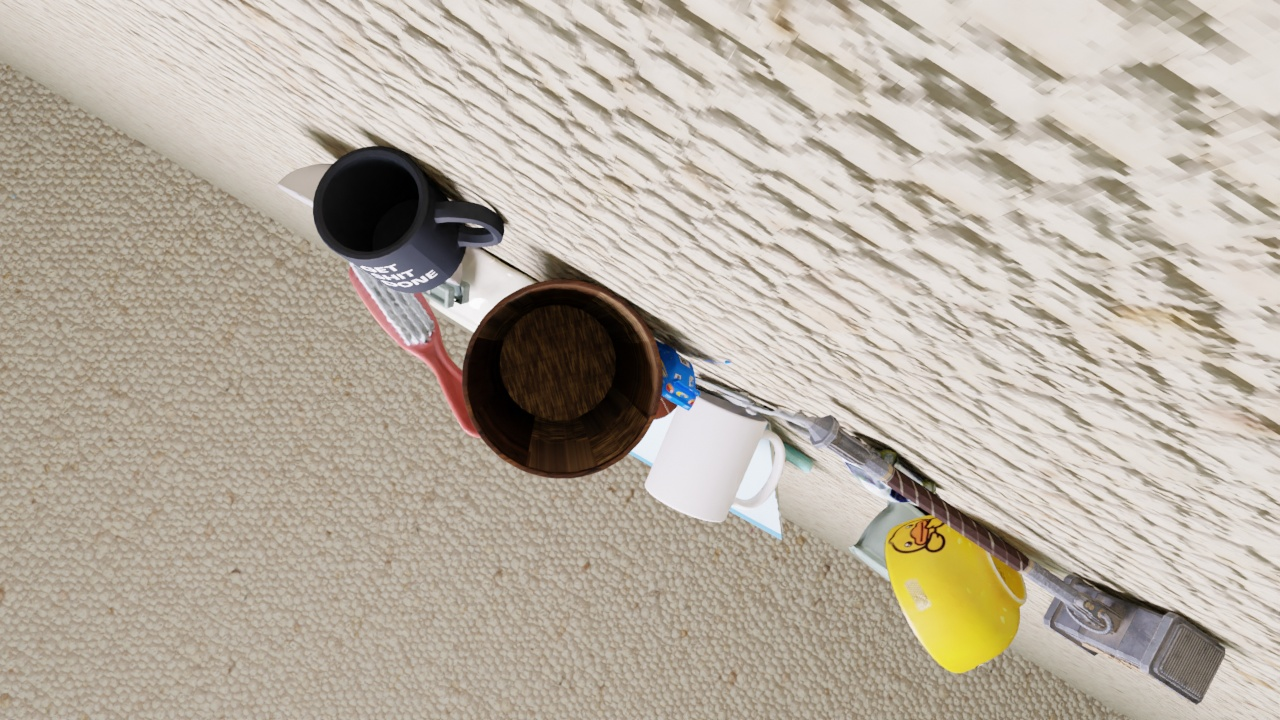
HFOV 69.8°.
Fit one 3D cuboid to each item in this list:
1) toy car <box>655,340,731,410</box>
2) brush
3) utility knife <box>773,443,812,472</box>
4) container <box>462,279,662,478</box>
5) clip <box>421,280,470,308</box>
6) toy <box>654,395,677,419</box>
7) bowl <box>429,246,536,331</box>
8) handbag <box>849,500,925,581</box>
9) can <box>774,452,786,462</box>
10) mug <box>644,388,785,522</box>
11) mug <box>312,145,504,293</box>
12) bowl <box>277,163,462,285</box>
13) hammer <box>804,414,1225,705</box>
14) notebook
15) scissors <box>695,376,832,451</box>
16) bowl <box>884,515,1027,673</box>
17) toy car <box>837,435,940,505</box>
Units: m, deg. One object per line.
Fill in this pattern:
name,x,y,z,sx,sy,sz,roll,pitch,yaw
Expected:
toy car,0.037,-0.001,0.658,0.033,0.062,0.091,31,-156,-24
brush,-0.164,-0.014,0.699,0.172,0.041,0.030,54,167,-1
utility knife,0.100,0.061,0.879,0.165,0.015,0.022,34,175,-10
container,-0.060,0.007,0.686,0.132,0.132,0.167,31,180,-7
clip,-0.177,-0.066,0.770,0.076,0.023,0.042,25,-151,31
toy,-0.005,0.005,0.812,0.103,0.070,0.090,59,174,-28
bowl,-0.132,-0.049,0.846,0.219,0.060,0.188,30,174,0
handbag,0.252,0.176,0.825,0.106,0.067,0.122,38,176,15
can,0.098,0.113,1.027,0.104,0.075,0.135,32,175,9
mug,0.071,0.083,0.772,0.110,0.090,0.074,20,-172,-20
mug,-0.138,-0.085,0.574,0.105,0.071,0.077,2,170,8
bowl,-0.194,-0.111,0.694,0.149,0.043,0.149,29,178,1
hammer,0.228,0.119,0.589,0.322,0.044,0.098,33,174,-17
notebook,0.032,0.070,0.921,0.254,0.009,0.181,26,147,33
scissors,0.092,0.036,0.687,0.141,0.014,0.158,27,174,-4
bowl,0.244,0.167,0.690,0.117,0.068,0.117,37,-145,-31
toy car,0.167,0.080,0.622,0.089,0.027,0.039,34,171,-36
